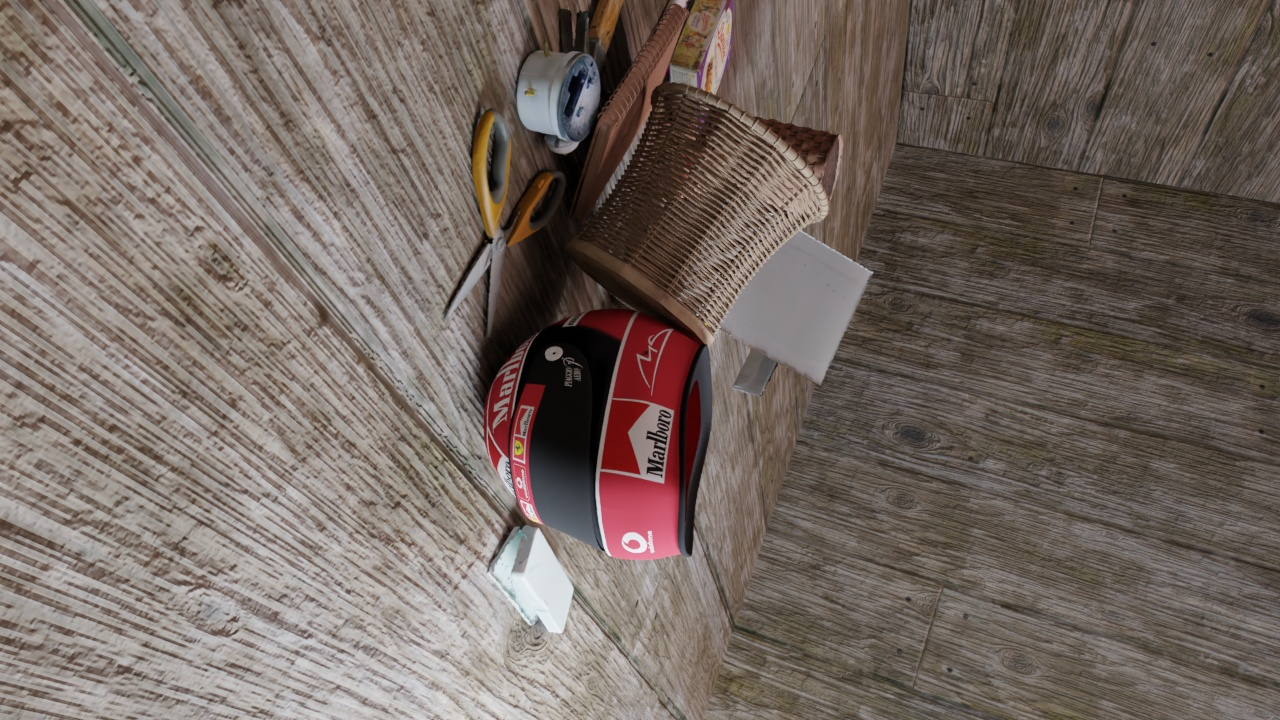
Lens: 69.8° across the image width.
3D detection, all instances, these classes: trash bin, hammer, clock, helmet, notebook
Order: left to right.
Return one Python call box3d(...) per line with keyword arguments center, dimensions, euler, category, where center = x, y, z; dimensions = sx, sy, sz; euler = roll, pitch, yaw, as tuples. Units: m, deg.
box3d(center=(-0.073, -0.248, 0.883), dimensions=(0.117, 0.057, 0.083), euler=(49, 57, -68), category="clock")
box3d(center=(-0.046, 0.068, 0.928), dimensions=(0.270, 0.225, 0.198), euler=(-75, 164, -44), category="helmet")
box3d(center=(-0.013, -0.431, 0.962), dimensions=(0.132, 0.033, 0.330), euler=(41, 64, -68), category="hammer")
box3d(center=(-0.012, -0.270, 0.998), dimensions=(0.209, 0.022, 0.169), euler=(-63, -179, -32), category="notebook")
box3d(center=(0.171, -0.276, 1.323), dimensions=(0.151, 0.210, 0.151), euler=(16, 89, -71), category="trash bin")

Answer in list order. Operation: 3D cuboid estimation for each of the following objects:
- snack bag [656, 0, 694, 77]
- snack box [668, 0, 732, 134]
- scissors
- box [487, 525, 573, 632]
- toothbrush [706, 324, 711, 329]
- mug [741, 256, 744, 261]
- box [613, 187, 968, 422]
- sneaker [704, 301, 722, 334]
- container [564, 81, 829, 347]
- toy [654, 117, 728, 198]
box3d(center=(0.059, -0.457, 1.168), dimensions=(0.070, 0.016, 0.196), euler=(66, 42, -59), category="snack bag")
box3d(center=(0.081, -0.398, 1.205), dimensions=(0.143, 0.040, 0.147), euler=(77, 33, -71), category="snack box")
box3d(center=(-0.132, -0.135, 0.866), dimensions=(0.226, 0.016, 0.224), euler=(82, 31, -51), category="scissors")
box3d(center=(-0.126, 0.271, 1.132), dimensions=(0.085, 0.070, 0.199), euler=(-46, 150, -19), category="box")
box3d(center=(0.077, -0.014, 1.329), dimensions=(0.184, 0.015, 0.016), euler=(-56, 156, -23), category="toothbrush")
box3d(center=(0.111, -0.173, 1.447), dimensions=(0.111, 0.084, 0.104), euler=(-39, 136, -19), category="mug")
box3d(center=(0.165, -0.089, 1.114), dimensions=(0.166, 0.413, 0.149), euler=(-63, 154, -11), category="box")
box3d(center=(0.077, -0.087, 1.384), dimensions=(0.239, 0.086, 0.121), euler=(77, 27, -47), category="sneaker")
box3d(center=(0.052, -0.143, 0.978), dimensions=(0.196, 0.227, 0.227), euler=(-55, 159, -4), category="container")
box3d(center=(0.050, -0.261, 1.228), dimensions=(0.106, 0.074, 0.085), euler=(-52, 125, -7), category="toy")
